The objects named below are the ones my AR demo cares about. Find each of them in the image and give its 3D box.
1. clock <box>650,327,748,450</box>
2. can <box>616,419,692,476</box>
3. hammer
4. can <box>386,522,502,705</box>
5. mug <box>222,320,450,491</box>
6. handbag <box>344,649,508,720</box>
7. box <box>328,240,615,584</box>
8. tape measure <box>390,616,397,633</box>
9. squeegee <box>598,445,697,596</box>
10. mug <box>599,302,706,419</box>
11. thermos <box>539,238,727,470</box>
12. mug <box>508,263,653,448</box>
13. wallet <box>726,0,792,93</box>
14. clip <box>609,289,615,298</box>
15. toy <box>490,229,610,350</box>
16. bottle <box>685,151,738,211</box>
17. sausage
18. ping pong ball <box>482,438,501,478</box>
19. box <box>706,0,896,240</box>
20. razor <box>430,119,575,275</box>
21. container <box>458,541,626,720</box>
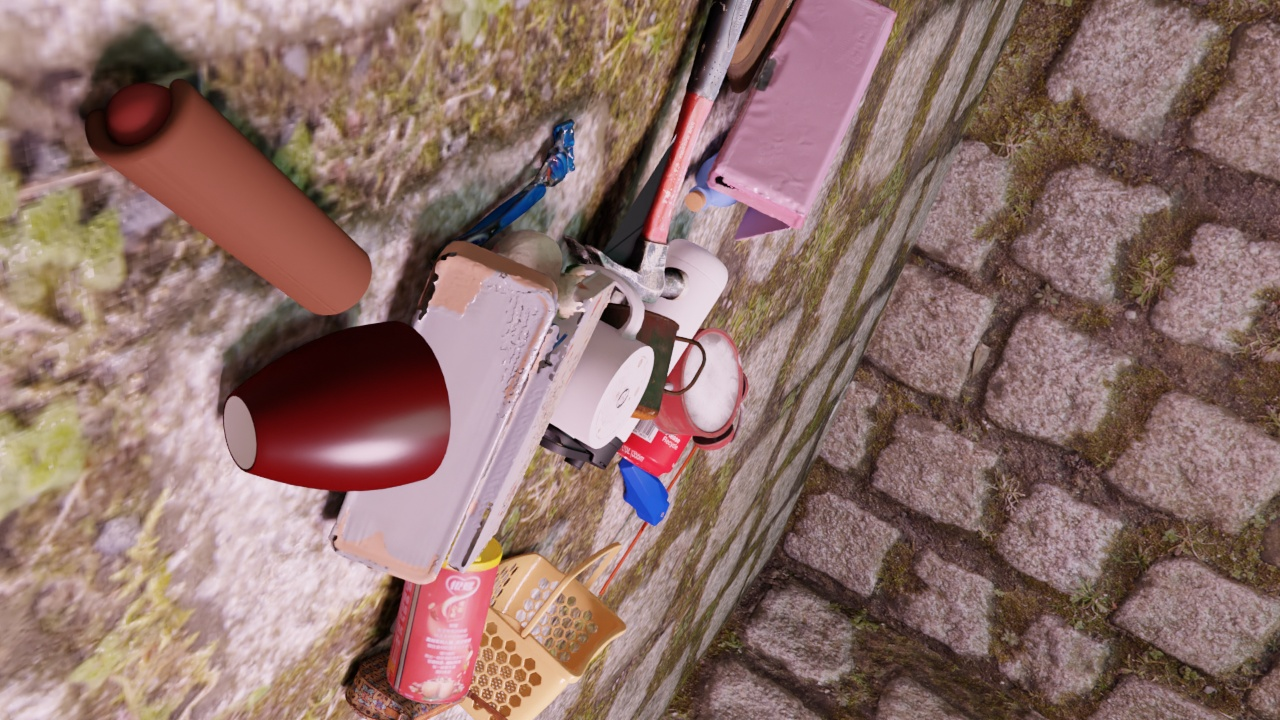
[{"bbox_3d":[0.059,0.032,0.939,0.157,0.062,0.109,44,58,-42],"label":"clock"},{"bbox_3d":[0.031,0.053,1.010,0.142,0.074,0.074,-59,162,-8],"label":"can"},{"bbox_3d":[0.039,-0.201,0.690,0.140,0.036,0.326,2,112,-54],"label":"hammer"},{"bbox_3d":[-0.151,0.193,0.703,0.066,0.067,0.124,-13,120,-67],"label":"can"},{"bbox_3d":[-0.164,0.034,0.468,0.088,0.087,0.114,-11,158,-45],"label":"mug"},{"bbox_3d":[-0.136,0.290,0.712,0.043,0.196,0.093,-69,159,3],"label":"handbag"},{"bbox_3d":[-0.105,0.031,0.582,0.095,0.114,0.217,-104,-142,-66],"label":"box"},{"bbox_3d":[-0.177,0.207,0.766,0.064,0.017,0.065,-57,162,-12],"label":"tape measure"},{"bbox_3d":[0.006,0.168,1.151,0.249,0.055,0.185,-55,150,-19],"label":"squeegee"},{"bbox_3d":[-0.004,0.004,0.748,0.085,0.111,0.081,57,45,-80],"label":"mug"},{"bbox_3d":[-0.010,-0.008,0.833,0.229,0.068,0.101,-58,149,-8],"label":"thermos"},{"bbox_3d":[-0.046,-0.011,0.666,0.120,0.096,0.083,-65,162,13],"label":"mug"},{"bbox_3d":[0.103,-0.296,0.769,0.121,0.027,0.098,-63,167,0],"label":"wallet"},{"bbox_3d":[-0.023,-0.078,0.763,0.060,0.044,0.023,-31,151,-4],"label":"clip"},{"bbox_3d":[-0.076,-0.045,0.603,0.112,0.050,0.087,-17,136,-41],"label":"toy"},{"bbox_3d":[0.080,-0.170,0.854,0.130,0.048,0.048,-43,154,-45],"label":"bottle"},{"bbox_3d":[-0.160,-0.061,0.378,0.040,0.040,0.155,-58,162,-11],"label":"sausage"},{"bbox_3d":[-0.120,0.067,0.672,0.040,0.040,0.040,-52,160,-28],"label":"ping pong ball"},{"bbox_3d":[0.138,-0.217,0.826,0.107,0.099,0.232,119,-4,-71],"label":"box"},{"bbox_3d":[-0.080,-0.096,0.574,0.140,0.018,0.044,-50,160,-31],"label":"razor"},{"bbox_3d":[-0.089,0.237,0.855,0.167,0.129,0.183,-52,168,7],"label":"container"}]
